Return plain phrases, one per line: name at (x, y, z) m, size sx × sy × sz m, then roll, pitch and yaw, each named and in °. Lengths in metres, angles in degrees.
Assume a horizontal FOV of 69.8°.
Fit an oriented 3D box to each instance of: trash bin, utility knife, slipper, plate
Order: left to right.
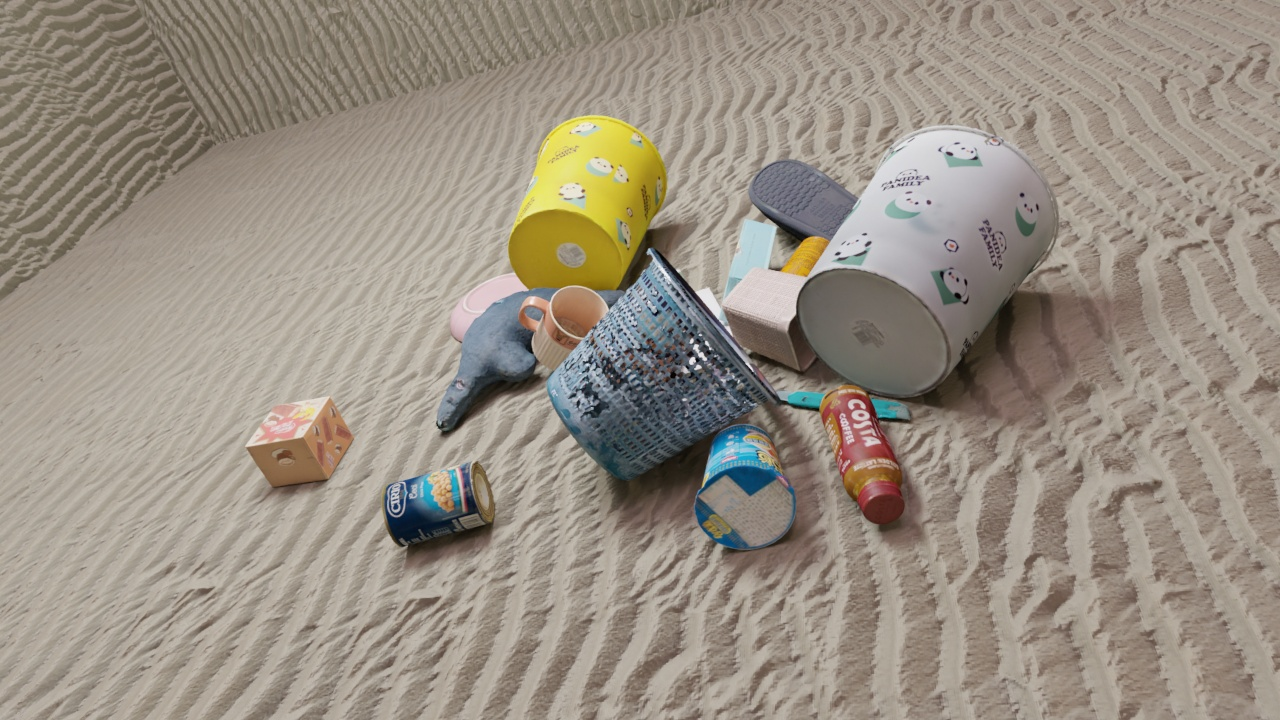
plate at (-0.228, -0.096, 1.504) m, size 0.192 × 0.039 × 0.192 m, roll -14°, pitch 31°, yaw 9°
trash bin at (-0.091, -0.234, 1.483) m, size 0.230 × 0.230 × 0.254 m, roll -7°, pitch 38°, yaw 20°
trash bin at (0.013, 0.021, 1.028) m, size 0.195 × 0.226 × 0.226 m, roll -40°, pitch 30°, yaw 8°
slipper at (0.268, -0.210, 1.385) m, size 0.110 × 0.083 × 0.268 m, roll -38°, pitch 53°, yaw -14°
utility knife at (0.226, 0.049, 1.049) m, size 0.175 × 0.013 × 0.029 m, roll 6°, pitch 37°, yaw 35°
trash bin at (0.320, -0.106, 1.054) m, size 0.230 × 0.230 × 0.251 m, roll 11°, pitch 47°, yaw 40°

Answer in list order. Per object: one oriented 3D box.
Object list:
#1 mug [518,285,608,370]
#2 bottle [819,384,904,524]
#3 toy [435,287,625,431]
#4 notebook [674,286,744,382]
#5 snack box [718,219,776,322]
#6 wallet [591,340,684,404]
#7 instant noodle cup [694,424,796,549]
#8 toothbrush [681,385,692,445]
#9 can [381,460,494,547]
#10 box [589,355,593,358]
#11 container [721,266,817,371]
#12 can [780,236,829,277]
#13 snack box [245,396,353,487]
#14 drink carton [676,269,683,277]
mug at (-0.112, -0.047, 1.257) m, size 0.114 × 0.106 × 0.081 m, roll 22°, pitch 57°, yaw -11°
bottle at (0.226, 0.094, 0.934) m, size 0.057 × 0.057 × 0.174 m, roll -15°, pitch 31°, yaw 7°
toy at (-0.181, -0.030, 1.341) m, size 0.138 × 0.092 × 0.355 m, roll 37°, pitch 59°, yaw 22°
notebook at (0.049, -0.033, 1.277) m, size 0.150 × 0.012 × 0.209 m, roll -20°, pitch 30°, yaw 1°
snack box at (0.152, -0.125, 1.292) m, size 0.051 × 0.074 × 0.174 m, roll 15°, pitch 38°, yaw 5°
wallet at (-0.007, 0.007, 1.154) m, size 0.101 × 0.032 × 0.124 m, roll 27°, pitch 77°, yaw 19°
instant noodle cup at (0.106, 0.121, 0.935) m, size 0.099 × 0.099 × 0.109 m, roll -13°, pitch 23°, yaw 11°
toothbrush at (0.051, 0.042, 1.139) m, size 0.016 × 0.016 × 0.179 m, roll -18°, pitch 37°, yaw 8°
can at (-0.231, 0.165, 1.060) m, size 0.111 × 0.075 × 0.075 m, roll -16°, pitch 31°, yaw 5°
box at (-0.041, -0.010, 1.208) m, size 0.163 × 0.086 × 0.076 m, roll -42°, pitch 17°, yaw -8°
container at (0.172, -0.056, 1.148) m, size 0.111 × 0.090 × 0.090 m, roll 22°, pitch 61°, yaw 40°
can at (0.220, -0.111, 1.261) m, size 0.058 × 0.058 × 0.145 m, roll 5°, pitch 39°, yaw 34°
snack box at (-0.471, 0.112, 1.273) m, size 0.093 × 0.077 × 0.094 m, roll -9°, pitch 33°, yaw 16°
drink carton at (0.031, -0.077, 1.301) m, size 0.054 × 0.045 × 0.122 m, roll -15°, pitch 29°, yaw 22°
